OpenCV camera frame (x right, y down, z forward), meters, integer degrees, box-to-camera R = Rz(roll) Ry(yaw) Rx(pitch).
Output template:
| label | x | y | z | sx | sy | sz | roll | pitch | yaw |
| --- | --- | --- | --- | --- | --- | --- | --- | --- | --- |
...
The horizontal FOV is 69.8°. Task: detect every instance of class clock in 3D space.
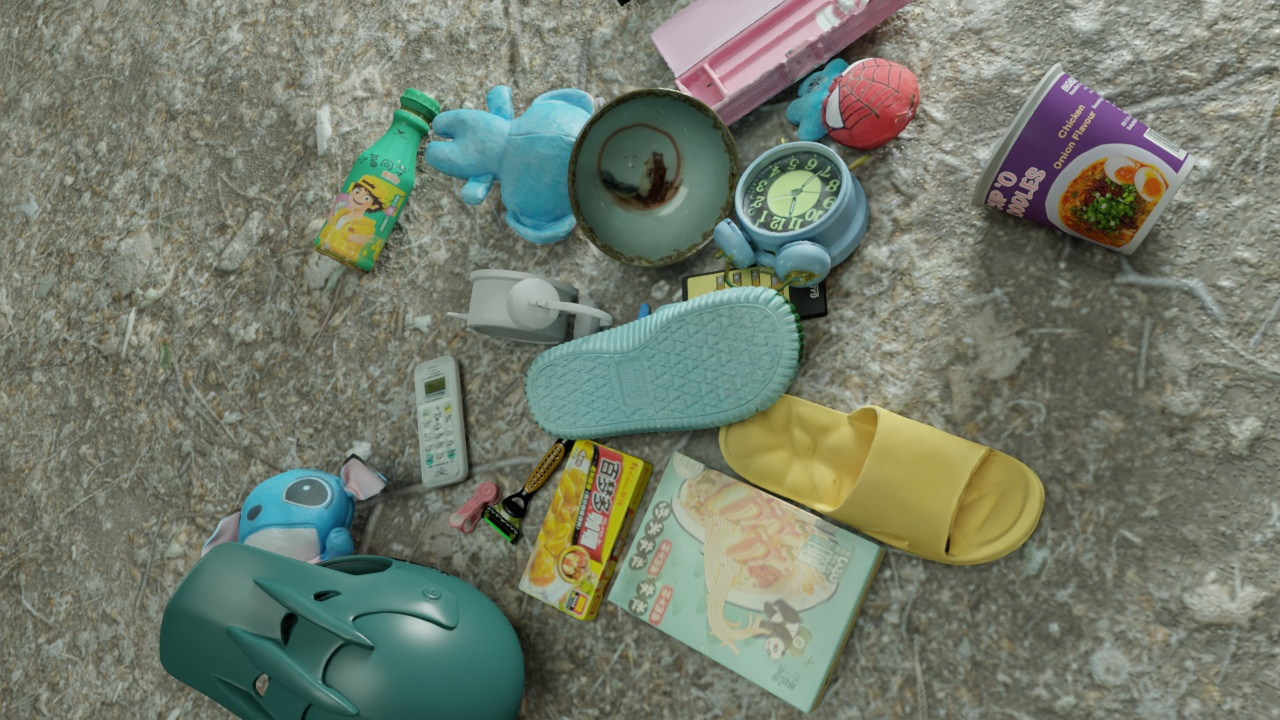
| label | x | y | z | sx | sy | sz | roll | pitch | yaw |
| --- | --- | --- | --- | --- | --- | --- | --- | --- | --- |
| clock | 0.132 | -0.121 | 0.811 | 0.118 | 0.060 | 0.162 | 18 | 73 | 32 |
| clock | -0.098 | -0.051 | 0.875 | 0.159 | 0.119 | 0.061 | 3 | 81 | 36 |

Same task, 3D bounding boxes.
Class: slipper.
| label | x | y | z | sx | sy | sz | roll | pitch | yaw |
| --- | --- | --- | --- | --- | --- | --- | --- | --- | --- |
| slipper | 0.178 | 0.087 | 0.732 | 0.264 | 0.078 | 0.099 | 17 | 83 | 29 |
| slipper | 0.019 | 0.009 | 0.820 | 0.277 | 0.069 | 0.116 | -13 | 88 | 27 |

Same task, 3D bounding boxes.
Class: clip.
| label | x | y | z | sx | sy | sz | roll | pitch | yaw |
| --- | --- | --- | --- | --- | --- | --- | --- | --- | --- |
| clip | -0.160 | 0.148 | 0.899 | 0.023 | 0.045 | 0.059 | 38 | 58 | 25 |

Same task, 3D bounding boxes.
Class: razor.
| label | x | y | z | sx | sy | sz | roll | pitch | yaw |
| --- | --- | --- | --- | --- | --- | --- | --- | --- | --- |
| razor | -0.094 | 0.107 | 0.878 | 0.044 | 0.021 | 0.144 | 39 | 94 | 10 |

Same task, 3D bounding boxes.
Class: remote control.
| label | x | y | z | sx | sy | sz | roll | pitch | yaw |
| --- | --- | --- | --- | --- | --- | --- | --- | --- | --- |
| remote control | -0.202 | 0.062 | 0.937 | 0.050 | 0.022 | 0.133 | -16 | 69 | 19 |
| remote control | 0.103 | -0.059 | 0.842 | 0.134 | 0.013 | 0.058 | -9 | 72 | 22 |

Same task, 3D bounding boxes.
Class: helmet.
| label | x | y | z | sx | sy | sz | roll | pitch | yaw |
| --- | --- | --- | --- | --- | --- | --- | --- | --- | --- |
| helmet | -0.232 | 0.248 | 0.761 | 0.275 | 0.200 | 0.176 | 24 | 88 | 6 |

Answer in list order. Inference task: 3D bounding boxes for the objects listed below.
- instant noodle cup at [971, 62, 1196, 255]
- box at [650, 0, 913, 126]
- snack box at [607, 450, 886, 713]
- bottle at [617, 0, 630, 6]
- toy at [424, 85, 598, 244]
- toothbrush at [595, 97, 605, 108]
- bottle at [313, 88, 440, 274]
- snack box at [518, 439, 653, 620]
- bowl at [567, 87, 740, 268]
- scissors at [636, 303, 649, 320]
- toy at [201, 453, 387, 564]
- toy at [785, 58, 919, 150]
| label | x | y | z | sx | sy | sz | roll | pitch | yaw |
| --- | --- | --- | --- | --- | --- | --- | --- | --- | --- |
| instant noodle cup | 0.342 | -0.143 | 0.706 | 0.122 | 0.136 | 0.122 | 34 | 135 | 18 |
| box | 0.133 | -0.335 | 0.897 | 0.233 | 0.040 | 0.179 | -31 | 49 | 14 |
| snack box | 0.086 | 0.179 | 0.765 | 0.194 | 0.044 | 0.141 | 23 | 87 | 27 |
| bottle | 0.027 | -0.415 | 0.966 | 0.123 | 0.033 | 0.033 | -30 | 65 | 14 |
| toy | -0.124 | -0.201 | 0.932 | 0.181 | 0.115 | 0.183 | 8 | 73 | 4 |
| toothbrush | -0.124 | -0.249 | 0.994 | 0.188 | 0.018 | 0.019 | -11 | 69 | 21 |
| bottle | -0.289 | -0.202 | 1.025 | 0.068 | 0.068 | 0.209 | 24 | 86 | 27 |
| snack box | -0.050 | 0.152 | 0.843 | 0.075 | 0.025 | 0.152 | 18 | 83 | 27 |
| bowl | 0.005 | -0.176 | 0.862 | 0.160 | 0.160 | 0.094 | -44 | 22 | 7 |
| scissors | -0.005 | 0.005 | 0.872 | 0.126 | 0.013 | 0.125 | 5 | 78 | 20 |
| toy | -0.327 | 0.194 | 0.917 | 0.224 | 0.099 | 0.191 | -27 | 72 | 12 |
| toy | 0.190 | -0.234 | 0.829 | 0.133 | 0.062 | 0.092 | 21 | 69 | 42 |
